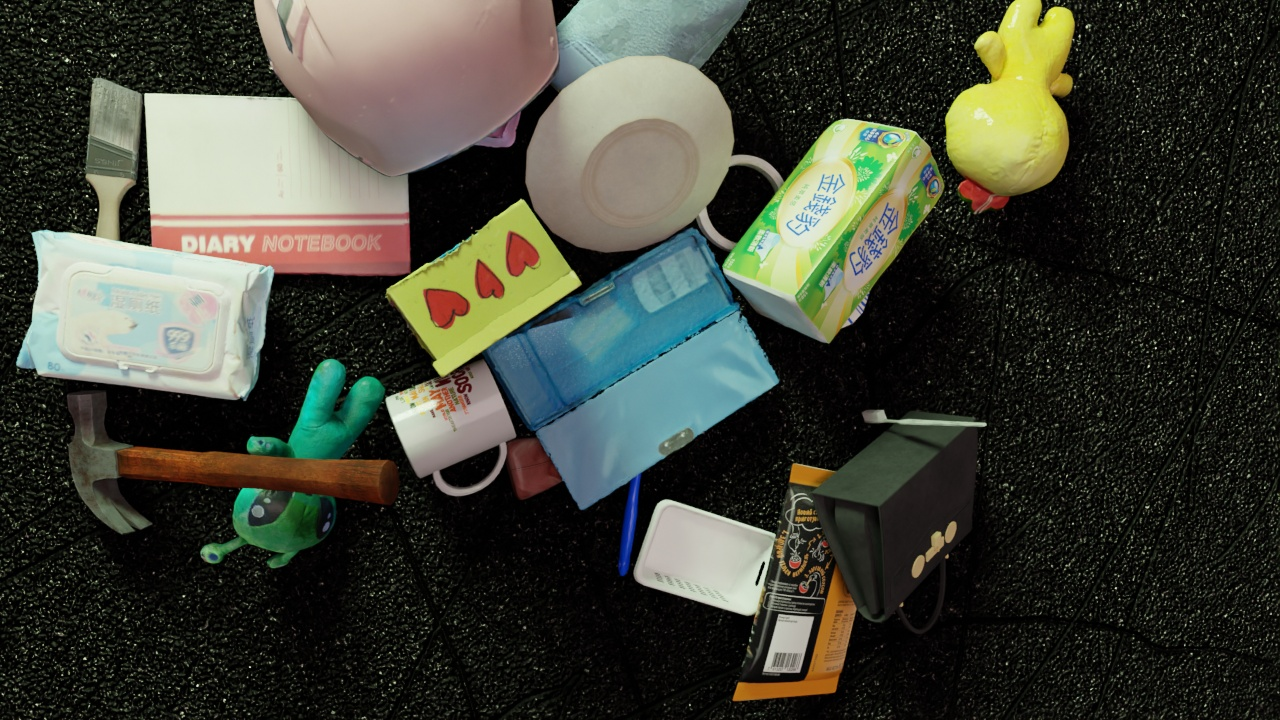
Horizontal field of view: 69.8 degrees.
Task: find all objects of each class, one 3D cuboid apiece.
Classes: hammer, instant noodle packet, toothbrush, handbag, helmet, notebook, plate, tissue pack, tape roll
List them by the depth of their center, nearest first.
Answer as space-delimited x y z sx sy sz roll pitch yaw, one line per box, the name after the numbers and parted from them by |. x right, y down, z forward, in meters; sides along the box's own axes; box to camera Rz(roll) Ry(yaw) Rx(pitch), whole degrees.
-0.195 -0.283 0.701 0.230 0.152 0.255 -23 71 8 | helmet
-0.317 0.084 0.702 0.301 0.028 0.111 1 97 20 | hammer
-0.393 -0.035 0.732 0.181 0.070 0.112 9 99 -14 | tissue pack
-0.305 -0.148 0.783 0.208 0.012 0.153 -2 93 -13 | notebook
-0.003 -0.166 0.790 0.188 0.027 0.189 -12 134 -13 | plate
0.003 -0.291 0.793 0.122 0.118 0.192 38 108 -12 | handbag
0.255 0.052 0.841 0.010 0.182 0.010 -22 94 -17 | toothbrush
-0.064 0.087 0.848 0.119 0.029 0.055 -14 91 -18 | handbag
0.194 -0.107 0.864 0.197 0.120 0.141 -48 131 -1 | tissue pack
-0.002 0.113 0.867 0.018 0.016 0.182 8 91 -19 | toothbrush
0.097 -0.149 0.879 0.093 0.013 0.093 -1 93 -13 | tape roll
0.168 0.215 0.880 0.159 0.032 0.220 15 89 -42 | instant noodle packet
0.262 0.177 0.885 0.175 0.072 0.196 -29 113 -38 | handbag

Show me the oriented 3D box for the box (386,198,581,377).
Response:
-0.129 -0.050 0.724 0.124 0.221 0.081 -36 101 -12 | box

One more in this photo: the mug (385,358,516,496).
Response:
-0.158 0.064 0.796 0.089 0.073 0.105 -23 97 -12 | mug

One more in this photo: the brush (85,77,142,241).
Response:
-0.433 -0.152 0.751 0.039 0.012 0.151 6 92 -14 | brush

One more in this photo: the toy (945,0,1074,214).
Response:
0.372 -0.249 0.902 0.133 0.092 0.207 12 87 -17 | toy

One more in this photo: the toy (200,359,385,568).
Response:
-0.285 0.092 0.772 0.130 0.072 0.193 31 85 -47 | toy

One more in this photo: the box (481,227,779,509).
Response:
-0.005 0.005 0.844 0.231 0.033 0.174 -30 97 -14 | box

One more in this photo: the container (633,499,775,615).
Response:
0.058 0.182 0.867 0.129 0.049 0.080 20 88 -14 | container

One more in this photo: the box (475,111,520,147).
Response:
-0.166 -0.305 0.785 0.159 0.035 0.230 10 84 7 | box
